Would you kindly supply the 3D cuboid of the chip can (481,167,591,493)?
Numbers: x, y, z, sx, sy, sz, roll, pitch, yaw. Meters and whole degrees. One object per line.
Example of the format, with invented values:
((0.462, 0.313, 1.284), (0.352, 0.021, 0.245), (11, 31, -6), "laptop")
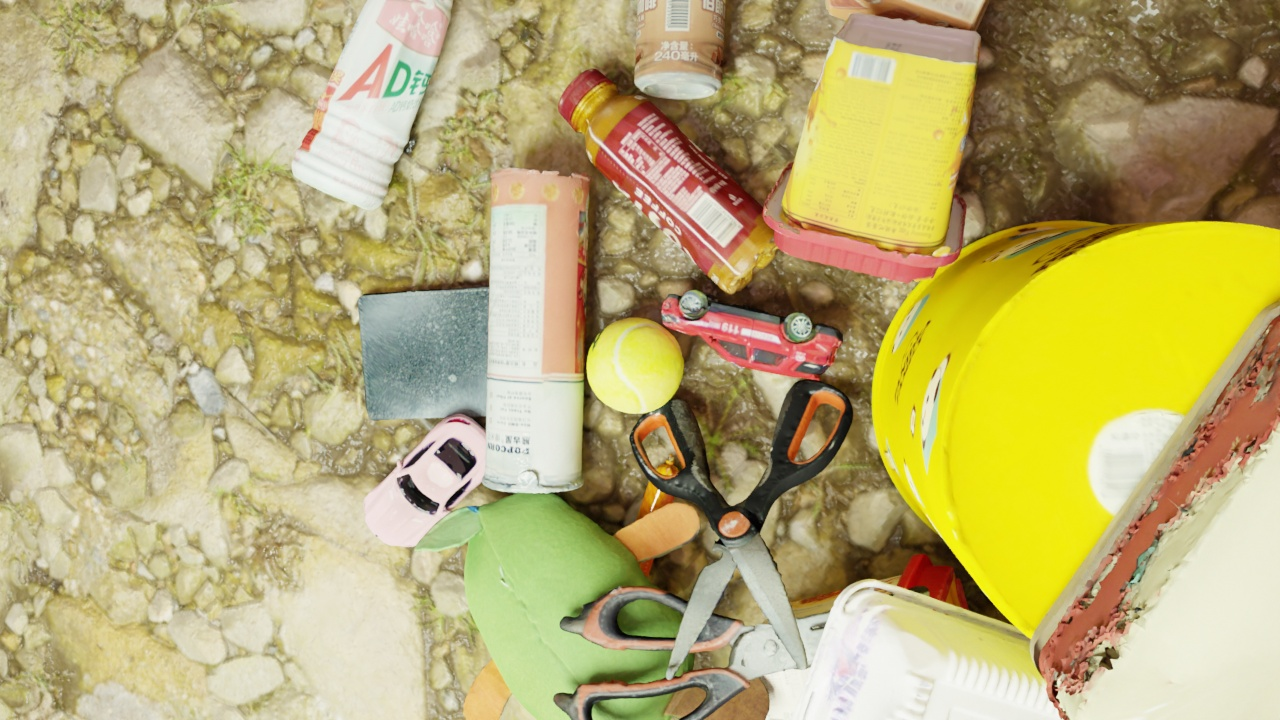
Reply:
((-0.072, -0.021, 0.633), (0.071, 0.071, 0.215), (2, 94, 14), "chip can")

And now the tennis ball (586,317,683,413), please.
((-0.004, 0.004, 0.619), (0.065, 0.065, 0.065), (1, 93, 14), "tennis ball")

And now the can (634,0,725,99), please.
((0.027, -0.235, 0.602), (0.058, 0.058, 0.116), (3, 94, 14), "can")

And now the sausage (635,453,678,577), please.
((-0.003, 0.144, 0.650), (0.021, 0.021, 0.165), (20, 98, 12), "sausage")

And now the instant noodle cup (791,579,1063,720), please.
((0.167, 0.202, 0.470), (0.173, 0.060, 0.138), (21, 86, -15), "instant noodle cup")

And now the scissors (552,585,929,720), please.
((0.055, 0.155, 0.527), (0.194, 0.015, 0.206), (37, 85, 24), "scissors")

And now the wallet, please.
((-0.154, -0.004, 0.683), (0.121, 0.019, 0.097), (-2, 93, 16), "wallet")

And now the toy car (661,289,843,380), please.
((0.071, -0.017, 0.606), (0.120, 0.053, 0.045), (16, 93, 14), "toy car")

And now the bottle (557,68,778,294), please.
((0.018, -0.123, 0.611), (0.175, 0.057, 0.057), (45, 102, 8), "bottle")

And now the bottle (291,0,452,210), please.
((-0.181, -0.209, 0.656), (0.068, 0.068, 0.197), (26, 95, 11), "bottle")

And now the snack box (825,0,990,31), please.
((0.173, -0.250, 0.555), (0.094, 0.077, 0.093), (25, 99, 12), "snack box")

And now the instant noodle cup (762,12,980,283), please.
((0.141, -0.127, 0.535), (0.116, 0.115, 0.124), (15, 125, 13), "instant noodle cup")

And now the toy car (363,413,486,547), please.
((-0.156, 0.091, 0.674), (0.056, 0.037, 0.122), (45, 104, -4), "toy car")

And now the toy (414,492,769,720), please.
((-0.039, 0.180, 0.604), (0.227, 0.090, 0.246), (-45, 63, 8), "toy")

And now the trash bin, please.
((0.237, 0.033, 0.464), (0.230, 0.255, 0.229), (1, 94, 14), "trash bin")

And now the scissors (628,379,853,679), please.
((0.063, 0.083, 0.562), (0.224, 0.022, 0.221), (-34, 40, -16), "scissors")

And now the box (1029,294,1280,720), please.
((0.211, 0.068, 0.299), (0.091, 0.079, 0.168), (31, 100, 9), "box")

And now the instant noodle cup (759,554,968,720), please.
((0.142, 0.193, 0.576), (0.124, 0.116, 0.116), (-15, 90, 25), "instant noodle cup")
